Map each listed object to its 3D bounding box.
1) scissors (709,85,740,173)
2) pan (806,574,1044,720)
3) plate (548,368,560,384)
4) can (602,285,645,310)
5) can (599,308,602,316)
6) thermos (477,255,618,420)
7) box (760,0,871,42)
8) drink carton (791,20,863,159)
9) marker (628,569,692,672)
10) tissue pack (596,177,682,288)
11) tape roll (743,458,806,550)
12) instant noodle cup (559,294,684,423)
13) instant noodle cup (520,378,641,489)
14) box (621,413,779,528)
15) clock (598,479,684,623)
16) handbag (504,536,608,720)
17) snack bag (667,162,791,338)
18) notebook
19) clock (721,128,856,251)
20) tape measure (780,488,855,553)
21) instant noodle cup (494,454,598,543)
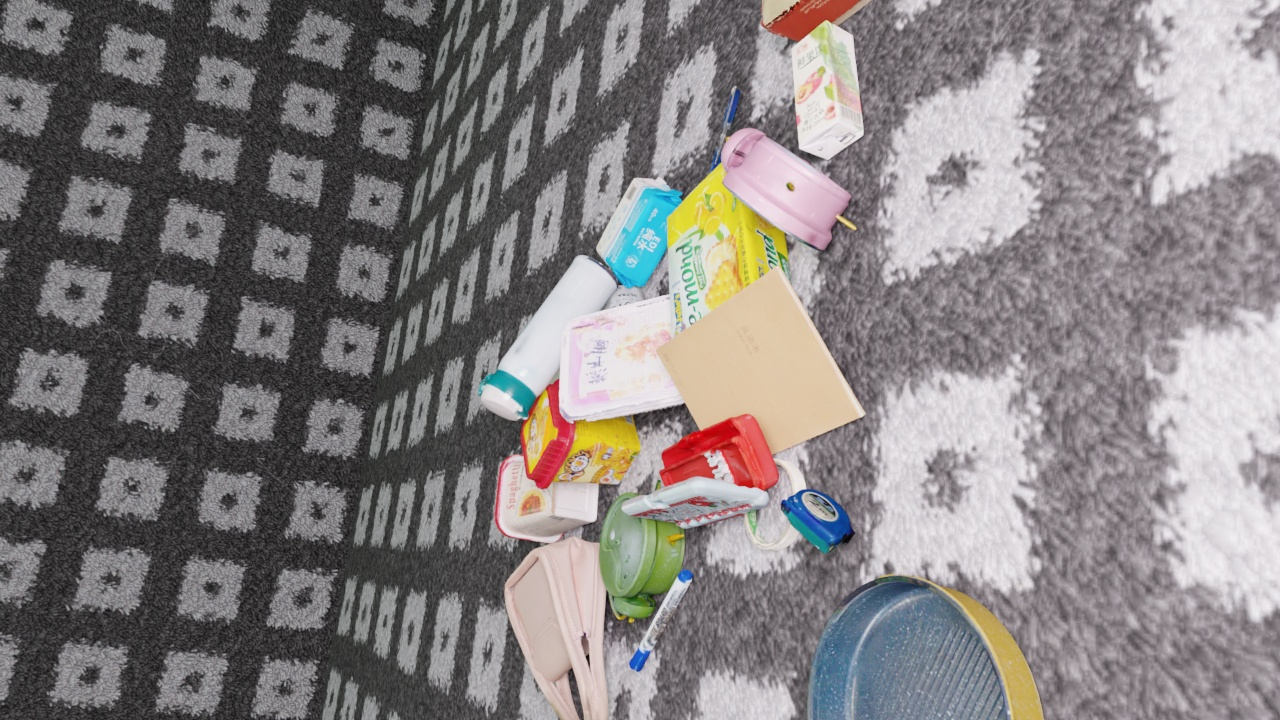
[{"bbox_3d":[0.095,-0.257,1.048,0.174,0.012,0.162,101,-174,-59],"label":"scissors"},{"bbox_3d":[0.152,0.324,0.649,0.198,0.078,0.358,39,114,63],"label":"pan"},{"bbox_3d":[-0.094,0.045,1.326,0.205,0.045,0.204,-41,42,52],"label":"plate"},{"bbox_3d":[-0.014,-0.027,1.177,0.058,0.058,0.146,-53,34,41],"label":"can"},{"bbox_3d":[-0.076,-0.030,1.218,0.067,0.066,0.093,-54,31,40],"label":"can"},{"bbox_3d":[-0.117,-0.027,1.142,0.223,0.073,0.073,-56,19,-19],"label":"thermos"},{"bbox_3d":[0.186,-0.396,0.911,0.169,0.077,0.091,-19,62,60],"label":"box"},{"bbox_3d":[0.182,-0.263,0.894,0.054,0.045,0.122,-30,52,50],"label":"drink carton"},{"bbox_3d":[0.022,0.286,1.007,0.146,0.017,0.017,-65,28,25],"label":"marker"},{"bbox_3d":[0.003,-0.168,1.194,0.140,0.063,0.090,-60,27,13],"label":"tissue pack"},{"bbox_3d":[0.126,0.136,0.865,0.086,0.014,0.085,-38,46,54],"label":"tape roll"},{"bbox_3d":[-0.006,0.006,1.072,0.174,0.060,0.137,-13,62,25],"label":"instant noodle cup"},{"bbox_3d":[-0.075,0.100,1.168,0.116,0.123,0.116,-59,31,34],"label":"instant noodle cup"},{"bbox_3d":[0.047,0.124,0.899,0.095,0.098,0.202,68,155,7],"label":"box"},{"bbox_3d":[-0.005,0.224,1.045,0.161,0.056,0.116,-64,27,26],"label":"clock"},{"bbox_3d":[-0.090,0.353,1.135,0.194,0.093,0.234,123,138,-52],"label":"handbag"},{"bbox_3d":[0.094,-0.092,0.972,0.158,0.068,0.246,-39,45,52],"label":"snack bag"},{"bbox_3d":[0.104,0.018,0.872,0.149,0.012,0.212,61,145,4],"label":"notebook"},{"bbox_3d":[0.134,-0.169,0.874,0.060,0.117,0.158,-57,33,17],"label":"clock"},{"bbox_3d":[0.149,0.134,0.771,0.058,0.054,0.025,42,118,25],"label":"tape measure"},{"bbox_3d":[-0.124,0.186,1.260,0.124,0.116,0.116,-18,62,47],"label":"instant noodle cup"}]
